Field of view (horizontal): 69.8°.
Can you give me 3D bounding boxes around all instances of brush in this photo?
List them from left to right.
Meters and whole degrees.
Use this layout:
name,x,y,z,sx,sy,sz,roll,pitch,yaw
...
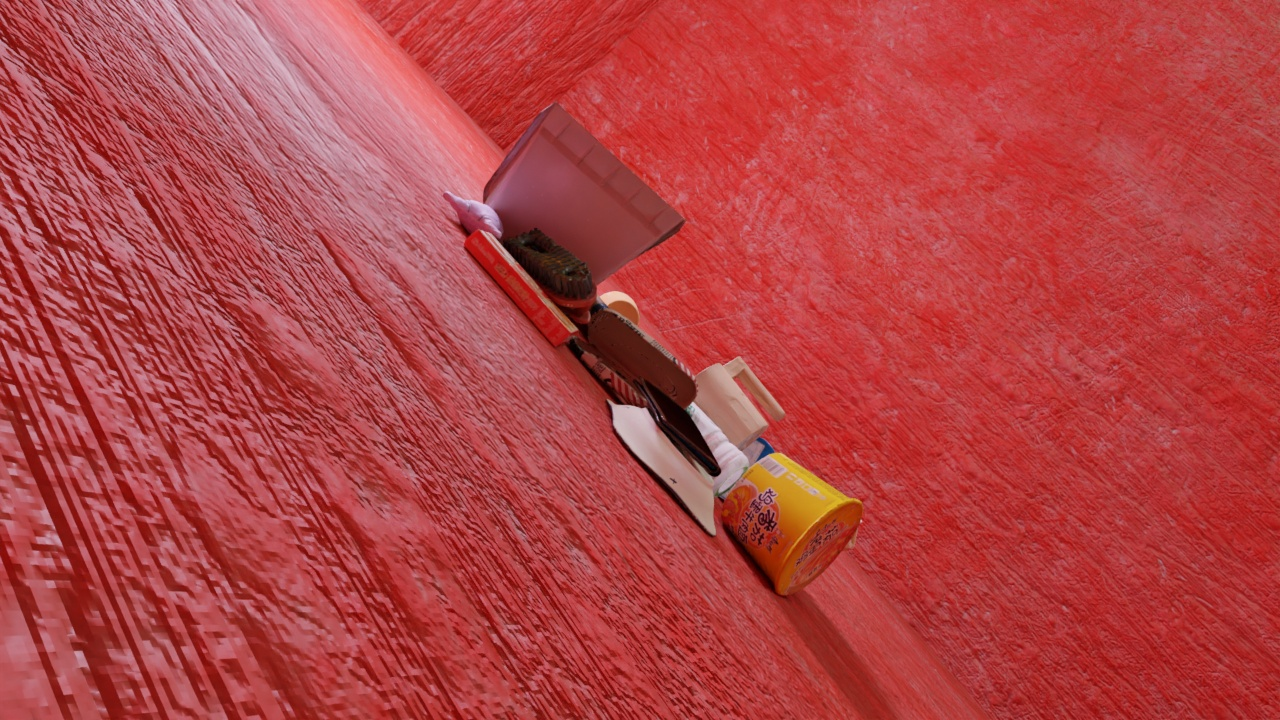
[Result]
name,x,y,z,sx,sy,sz,roll,pitch,yaw
brush,-0.105,-0.099,1.104,0.146,0.063,0.069,36,-40,36

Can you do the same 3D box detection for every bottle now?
name,x,y,z,sx,sy,sz,roll,pitch,yaw
bottle,0.050,0.080,1.152,0.197,0.068,0.068,48,4,22

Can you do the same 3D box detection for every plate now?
name,x,y,z,sx,sy,sz,roll,pitch,yaw
plate,0.031,0.102,0.981,0.163,0.034,0.164,47,4,-13

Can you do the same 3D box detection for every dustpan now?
name,x,y,z,sx,sy,sz,roll,pitch,yaw
dustpan,-0.101,-0.198,1.223,0.222,0.258,0.142,40,27,-17

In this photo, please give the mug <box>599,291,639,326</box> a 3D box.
name,x,y,z,sx,sy,sz,roll,pitch,yaw
mug,-0.037,-0.068,1.441,0.078,0.078,0.123,48,0,-8

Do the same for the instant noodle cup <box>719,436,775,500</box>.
name,x,y,z,sx,sy,sz,roll,pitch,yaw
instant noodle cup,0.143,0.158,1.272,0.099,0.099,0.110,50,-4,17

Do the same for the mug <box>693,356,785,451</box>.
name,x,y,z,sx,sy,sz,roll,pitch,yaw
mug,0.119,0.061,1.210,0.103,0.124,0.084,52,-33,16

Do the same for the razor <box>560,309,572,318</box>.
name,x,y,z,sx,sy,sz,roll,pitch,yaw
razor,-0.097,-0.075,1.299,0.132,0.043,0.028,-125,-154,-80

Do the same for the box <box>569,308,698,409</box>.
name,x,y,z,sx,sy,sz,roll,pitch,yaw
box,-0.003,0.003,1.105,0.163,0.088,0.076,38,0,7

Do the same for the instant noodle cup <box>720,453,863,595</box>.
name,x,y,z,sx,sy,sz,roll,pitch,yaw
instant noodle cup,0.166,0.181,1.048,0.110,0.138,0.138,40,0,33

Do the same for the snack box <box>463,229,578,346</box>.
name,x,y,z,sx,sy,sz,roll,pitch,yaw
snack box,-0.132,-0.081,1.026,0.153,0.025,0.075,48,5,-1

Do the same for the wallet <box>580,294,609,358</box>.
name,x,y,z,sx,sy,sz,roll,pitch,yaw
wallet,-0.066,-0.063,1.334,0.115,0.033,0.090,51,-22,50

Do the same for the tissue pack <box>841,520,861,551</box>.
name,x,y,z,sx,sy,sz,roll,pitch,yaw
tissue pack,0.203,0.207,1.151,0.090,0.140,0.063,-22,101,-84

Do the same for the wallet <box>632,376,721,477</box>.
name,x,y,z,sx,sy,sz,roll,pitch,yaw
wallet,0.039,0.069,1.001,0.096,0.020,0.122,41,7,-23

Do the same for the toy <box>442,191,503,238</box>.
name,x,y,z,sx,sy,sz,roll,pitch,yaw
toy,-0.197,-0.173,1.112,0.084,0.039,0.108,39,6,-5
